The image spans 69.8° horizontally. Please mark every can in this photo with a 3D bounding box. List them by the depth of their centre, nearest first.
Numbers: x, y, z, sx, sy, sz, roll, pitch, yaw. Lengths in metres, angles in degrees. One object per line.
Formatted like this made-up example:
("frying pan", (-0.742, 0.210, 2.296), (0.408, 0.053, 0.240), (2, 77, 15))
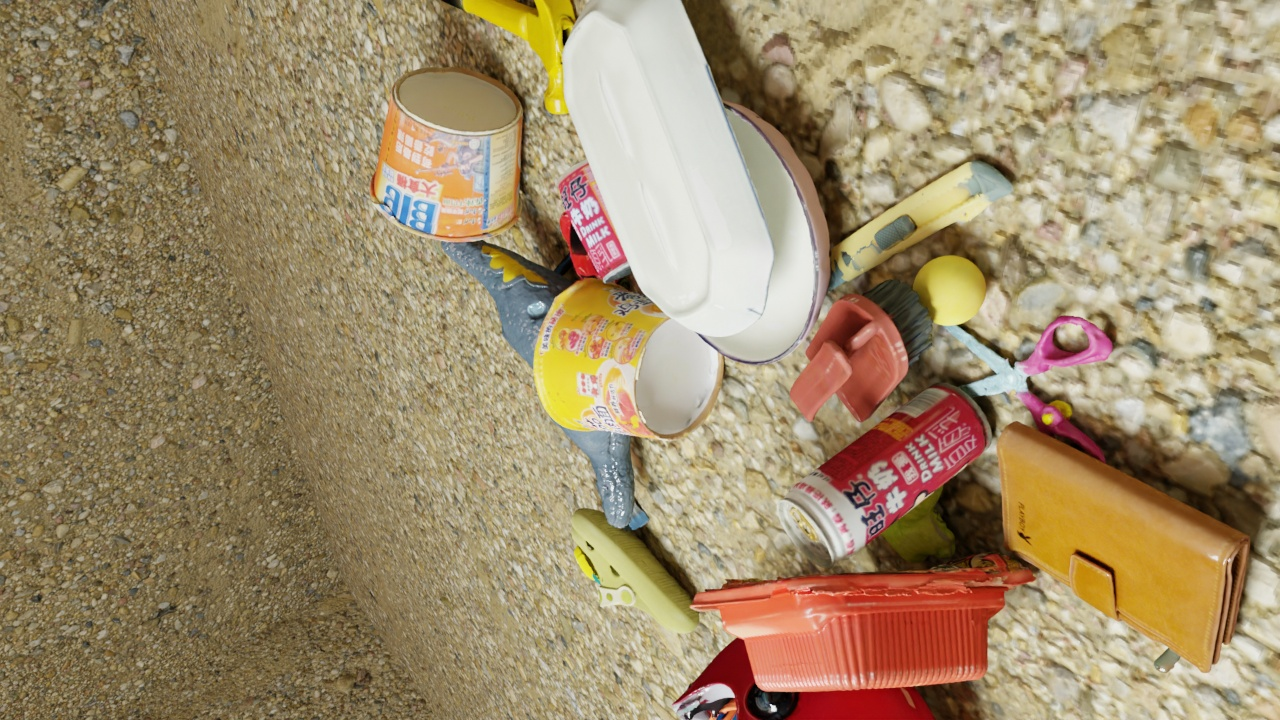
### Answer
("can", (0.150, 0.070, 0.564), (0.053, 0.132, 0.053), (49, 161, 24))
("can", (-0.023, -0.120, 0.764), (0.094, 0.066, 0.067), (62, 151, 1))

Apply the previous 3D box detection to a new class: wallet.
("wallet", (0.263, 0.105, 0.513), (0.131, 0.035, 0.119), (33, 147, 48))

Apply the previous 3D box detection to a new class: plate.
("plate", (0.008, -0.138, 0.650), (0.162, 0.034, 0.265), (-17, 94, 63))
("plate", (0.070, -0.092, 0.654), (0.192, 0.039, 0.193), (40, 142, 41))

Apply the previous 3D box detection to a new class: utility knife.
("utility knife", (0.155, -0.076, 0.571), (0.031, 0.020, 0.191), (67, 156, 6))

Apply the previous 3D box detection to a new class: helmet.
("helmet", (0.157, 0.292, 0.727), (0.207, 0.143, 0.240), (52, 156, -23))

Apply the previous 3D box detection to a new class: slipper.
("slipper", (-0.020, 0.245, 1.024), (0.190, 0.081, 0.091), (41, -177, 26))

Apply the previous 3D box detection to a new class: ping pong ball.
("ping pong ball", (0.178, -0.040, 0.529), (0.040, 0.040, 0.040), (39, 143, 37))

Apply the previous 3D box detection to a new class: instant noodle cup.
("instant noodle cup", (0.144, 0.175, 0.609), (0.165, 0.188, 0.079), (139, 131, -61))
("instant noodle cup", (-0.005, 0.005, 0.778), (0.110, 0.137, 0.138), (13, 125, 45))
("instant noodle cup", (-0.181, -0.203, 0.881), (0.151, 0.151, 0.112), (46, 139, 28))

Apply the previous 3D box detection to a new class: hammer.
("hammer", (-0.151, -0.330, 0.833), (0.301, 0.032, 0.129), (37, 142, 38))

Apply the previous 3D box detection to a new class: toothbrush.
("toothbrush", (-0.074, -0.098, 0.925), (0.190, 0.016, 0.014), (-36, 77, 58))

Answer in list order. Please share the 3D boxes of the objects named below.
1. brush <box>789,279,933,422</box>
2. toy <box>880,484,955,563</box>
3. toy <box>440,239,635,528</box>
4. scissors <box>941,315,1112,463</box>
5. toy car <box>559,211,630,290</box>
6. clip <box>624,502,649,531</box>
("brush", (0.131, 0.000, 0.567), (0.063, 0.069, 0.146), (54, 172, 14))
("toy", (0.184, 0.096, 0.644), (0.100, 0.031, 0.097), (59, 153, 6))
("toy", (-0.073, 0.007, 0.912), (0.138, 0.091, 0.356), (-21, 101, 42))
("scissors", (0.221, 0.008, 0.528), (0.133, 0.017, 0.130), (49, 152, 30))
("toy car", (-0.042, -0.091, 0.848), (0.049, 0.031, 0.106), (13, 132, 47))
("clip", (-0.016, 0.163, 1.033), (0.058, 0.026, 0.043), (61, 159, 5))
